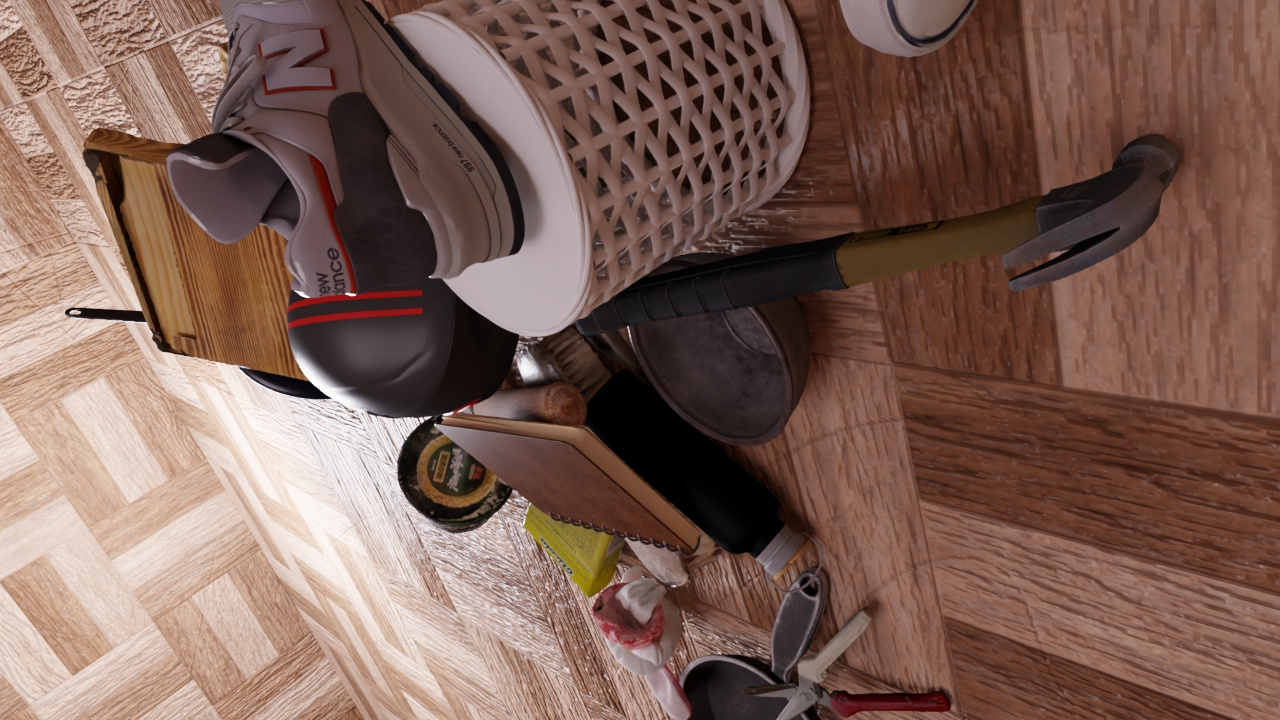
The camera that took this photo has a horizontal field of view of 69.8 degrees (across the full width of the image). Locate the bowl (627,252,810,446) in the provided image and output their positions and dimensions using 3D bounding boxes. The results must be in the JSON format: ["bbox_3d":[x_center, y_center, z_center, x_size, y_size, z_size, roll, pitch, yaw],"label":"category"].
[{"bbox_3d":[0.064,-0.018,0.642,0.145,0.067,0.145,32,141,30],"label":"bowl"}]

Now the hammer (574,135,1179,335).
[{"bbox_3d":[0.088,-0.049,0.486,0.334,0.117,0.025,-8,113,42],"label":"hammer"}]

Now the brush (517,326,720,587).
[{"bbox_3d":[-0.022,0.091,0.861,0.271,0.056,0.083,57,152,-2],"label":"brush"}]

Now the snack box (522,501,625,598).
[{"bbox_3d":[-0.067,0.167,1.000,0.121,0.045,0.181,42,143,21],"label":"snack box"}]

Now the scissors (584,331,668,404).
[{"bbox_3d":[0.000,0.000,0.791,0.157,0.012,0.169,37,145,25],"label":"scissors"}]

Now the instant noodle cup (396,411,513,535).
[{"bbox_3d":[-0.216,0.142,1.095,0.137,0.137,0.112,47,157,11],"label":"instant noodle cup"}]

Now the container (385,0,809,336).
[{"bbox_3d":[-0.030,-0.138,0.541,0.189,0.186,0.190,32,141,30],"label":"container"}]

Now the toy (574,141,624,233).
[{"bbox_3d":[-0.091,-0.131,0.711,0.153,0.078,0.179,11,152,49],"label":"toy"}]

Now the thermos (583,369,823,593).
[{"bbox_3d":[0.054,0.103,0.767,0.231,0.061,0.061,41,145,12],"label":"thermos"}]

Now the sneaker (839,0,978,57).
[{"bbox_3d":[0.144,-0.218,0.327,0.088,0.118,0.242,51,146,38],"label":"sneaker"}]

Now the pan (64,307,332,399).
[{"bbox_3d":[-0.439,-0.042,1.019,0.021,0.356,0.198,109,159,-45],"label":"pan"}]

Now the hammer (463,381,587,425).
[{"bbox_3d":[-0.118,0.039,0.854,0.158,0.037,0.301,62,158,-10],"label":"hammer"}]

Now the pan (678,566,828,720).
[{"bbox_3d":[0.129,0.313,0.883,0.187,0.055,0.358,34,130,28],"label":"pan"}]

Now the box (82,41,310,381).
[{"bbox_3d":[-0.347,-0.113,0.902,0.269,0.262,0.280,40,143,17],"label":"box"}]

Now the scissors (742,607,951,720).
[{"bbox_3d":[0.170,0.274,0.786,0.195,0.015,0.179,9,123,29],"label":"scissors"}]

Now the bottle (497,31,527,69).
[{"bbox_3d":[-0.147,-0.211,0.743,0.196,0.052,0.052,-4,116,53],"label":"bottle"}]

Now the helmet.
[{"bbox_3d":[-0.202,-0.034,0.762,0.265,0.169,0.164,-7,84,58],"label":"helmet"}]

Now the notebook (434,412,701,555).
[{"bbox_3d":[-0.065,0.103,0.794,0.167,0.024,0.226,45,155,-29],"label":"notebook"}]

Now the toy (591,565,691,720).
[{"bbox_3d":[0.003,0.270,0.932,0.194,0.084,0.159,78,170,-53],"label":"toy"}]

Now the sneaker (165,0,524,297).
[{"bbox_3d":[-0.175,-0.117,0.451,0.240,0.124,0.089,43,146,16],"label":"sneaker"}]
